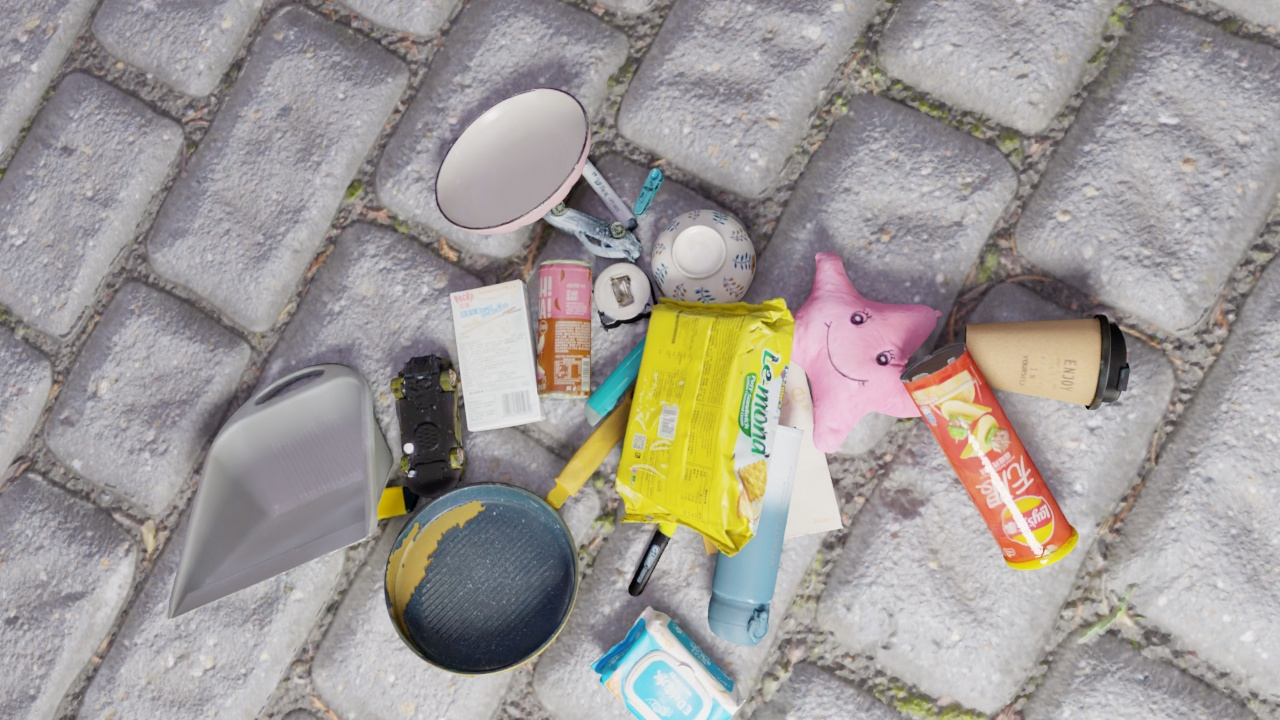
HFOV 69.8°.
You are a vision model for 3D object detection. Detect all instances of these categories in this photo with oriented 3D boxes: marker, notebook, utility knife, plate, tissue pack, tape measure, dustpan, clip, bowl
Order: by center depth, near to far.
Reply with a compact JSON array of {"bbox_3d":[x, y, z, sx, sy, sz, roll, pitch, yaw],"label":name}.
[{"bbox_3d":[0.029,0.328,0.925,0.140,0.063,0.090,43,92,11],"label":"tissue pack"},{"bbox_3d":[-0.374,0.109,0.955,0.223,0.257,0.142,-23,104,6],"label":"dustpan"},{"bbox_3d":[0.117,0.088,0.965,0.146,0.010,0.206,-13,82,9],"label":"notebook"},{"bbox_3d":[0.019,0.193,0.967,0.018,0.015,0.124,27,90,14],"label":"marker"},{"bbox_3d":[0.064,-0.108,0.971,0.113,0.062,0.113,-1,85,9],"label":"bowl"},{"bbox_3d":[-0.006,0.006,0.982,0.029,0.013,0.160,38,78,22],"label":"utility knife"},{"bbox_3d":[-0.018,-0.071,0.994,0.066,0.033,0.066,-18,81,6],"label":"tape measure"},{"bbox_3d":[-0.134,-0.211,1.000,0.193,0.039,0.192,-14,57,21],"label":"plate"},{"bbox_3d":[0.008,-0.184,1.010,0.014,0.046,0.057,29,90,10],"label":"clip"},{"bbox_3d":[-0.047,-0.194,1.021,0.023,0.018,0.130,-39,78,11],"label":"marker"},{"bbox_3d":[-0.327,0.169,1.027,0.173,0.015,0.033,-13,76,9],"label":"utility knife"}]

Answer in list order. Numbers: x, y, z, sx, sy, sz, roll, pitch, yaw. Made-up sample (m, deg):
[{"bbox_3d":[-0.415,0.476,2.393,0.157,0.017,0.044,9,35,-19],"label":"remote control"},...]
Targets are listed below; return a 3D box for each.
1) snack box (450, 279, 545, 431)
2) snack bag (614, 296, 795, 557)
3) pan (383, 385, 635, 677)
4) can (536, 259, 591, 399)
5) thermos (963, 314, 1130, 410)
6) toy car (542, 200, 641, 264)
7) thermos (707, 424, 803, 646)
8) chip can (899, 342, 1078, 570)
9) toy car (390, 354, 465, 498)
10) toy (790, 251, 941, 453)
[{"bbox_3d":[-0.157,-0.005,1.013,0.085,0.027,0.156,-10,82,9],"label":"snack box"},{"bbox_3d":[0.056,0.054,0.907,0.158,0.068,0.246,9,87,43],"label":"snack bag"},{"bbox_3d":[-0.108,0.163,0.957,0.198,0.078,0.356,39,70,17],"label":"pan"},{"bbox_3d":[-0.081,-0.032,0.981,0.058,0.058,0.147,0,88,9],"label":"can"},{"bbox_3d":[0.390,-0.002,0.893,0.143,0.093,0.093,5,84,17],"label":"thermos"},{"bbox_3d":[-0.055,-0.140,0.997,0.121,0.054,0.036,25,86,12],"label":"toy car"},{"bbox_3d":[0.115,0.170,0.917,0.070,0.070,0.220,10,86,10],"label":"thermos"},{"bbox_3d":[0.330,0.091,0.875,0.073,0.073,0.216,-32,92,4],"label":"chip can"},{"bbox_3d":[-0.231,0.072,1.008,0.070,0.042,0.158,-8,81,9],"label":"toy car"},{"bbox_3d":[0.218,-0.020,0.927,0.178,0.074,0.194,-25,85,-3],"label":"toy"}]
